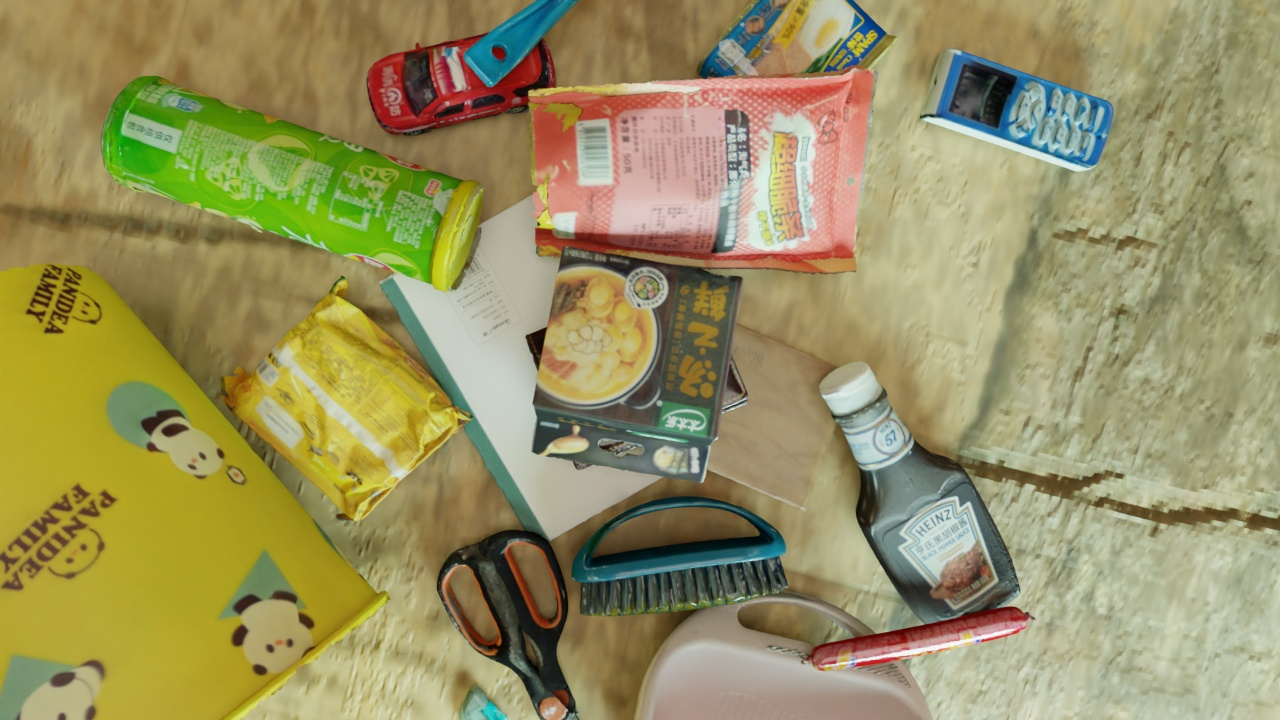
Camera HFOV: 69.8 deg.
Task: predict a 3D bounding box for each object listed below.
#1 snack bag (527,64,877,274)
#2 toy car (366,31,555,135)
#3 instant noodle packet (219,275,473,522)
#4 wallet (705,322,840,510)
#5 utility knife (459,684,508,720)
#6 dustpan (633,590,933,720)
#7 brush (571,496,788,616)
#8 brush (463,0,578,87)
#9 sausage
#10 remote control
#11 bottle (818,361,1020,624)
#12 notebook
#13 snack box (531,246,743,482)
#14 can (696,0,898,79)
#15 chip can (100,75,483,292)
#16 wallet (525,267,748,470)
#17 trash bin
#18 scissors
[{"bbox_3d":[0.036,-0.113,0.563,0.208,0.073,0.129,-1,119,-1],"label":"snack bag"},{"bbox_3d":[-0.115,-0.180,0.586,0.120,0.045,0.053,-15,93,-1],"label":"toy car"},{"bbox_3d":[-0.190,0.026,0.592,0.111,0.044,0.128,-43,94,0],"label":"instant noodle packet"},{"bbox_3d":[0.077,0.034,0.616,0.115,0.020,0.101,23,82,-8],"label":"wallet"},{"bbox_3d":[-0.071,0.296,0.632,0.029,0.013,0.171,-37,95,0],"label":"utility knife"},{"bbox_3d":[0.087,0.280,0.550,0.222,0.272,0.139,14,117,-8],"label":"dustpan"},{"bbox_3d":[0.025,0.127,0.609,0.144,0.055,0.073,-7,86,-4],"label":"brush"},{"bbox_3d":[-0.009,-0.258,0.572,0.254,0.046,0.083,-44,104,-9],"label":"brush"},{"bbox_3d":[0.181,0.183,0.599,0.156,0.020,0.020,-12,94,1],"label":"sausage"},{"bbox_3d":[0.256,-0.168,0.623,0.125,0.024,0.049,17,92,-6],"label":"remote control"},{"bbox_3d":[0.180,0.090,0.612,0.080,0.044,0.195,-32,102,-1],"label":"bottle"},{"bbox_3d":[-0.057,0.001,0.616,0.150,0.012,0.209,-30,95,-2],"label":"notebook"},{"bbox_3d":[-0.003,0.003,0.566,0.113,0.053,0.125,9,79,-1],"label":"snack box"},{"bbox_3d":[0.099,-0.197,0.595,0.083,0.057,0.102,44,90,-4],"label":"can"},{"bbox_3d":[-0.210,-0.108,0.562,0.221,0.072,0.072,18,92,-2],"label":"chip can"},{"bbox_3d":[-0.003,0.005,0.597,0.122,0.020,0.096,-22,85,-2],"label":"wallet"},{"bbox_3d":[-0.310,0.103,0.506,0.229,0.229,0.255,-37,90,-2],"label":"trash bin"},{"bbox_3d":[-0.050,0.218,0.621,0.125,0.021,0.235,-41,95,7],"label":"scissors"}]
